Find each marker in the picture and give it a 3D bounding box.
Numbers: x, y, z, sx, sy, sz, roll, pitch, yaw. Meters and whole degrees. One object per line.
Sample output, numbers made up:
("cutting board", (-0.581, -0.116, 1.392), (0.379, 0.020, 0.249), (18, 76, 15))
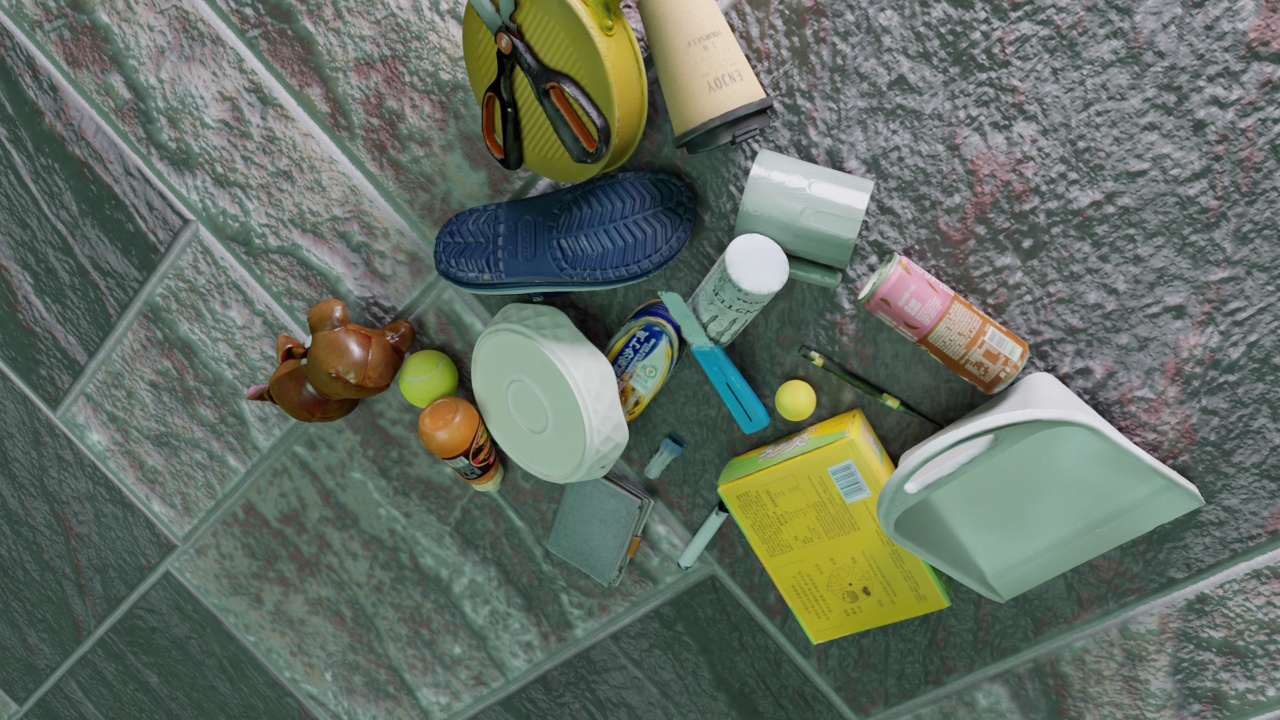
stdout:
("marker", (0.078, 0.187, 1.015), (0.022, 0.018, 0.131), (27, 120, -4))

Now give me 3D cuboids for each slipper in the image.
("slipper", (-0.069, -0.107, 0.879), (0.253, 0.095, 0.105), (-9, 79, 6))

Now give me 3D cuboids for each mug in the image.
("mug", (0.142, -0.120, 0.822), (0.103, 0.083, 0.124), (17, 143, 10))

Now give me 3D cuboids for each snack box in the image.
("snack box", (0.198, 0.171, 0.934), (0.158, 0.069, 0.210), (-26, 103, 28))

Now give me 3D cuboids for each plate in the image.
("plate", (-0.104, 0.041, 0.957), (0.205, 0.045, 0.205), (22, 125, 34))

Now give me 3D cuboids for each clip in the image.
("clip", (0.024, 0.105, 0.996), (0.025, 0.036, 0.058), (38, 120, -3))

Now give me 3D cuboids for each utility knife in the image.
("utility knife", (0.071, 0.003, 0.872), (0.034, 0.018, 0.223), (-13, 138, 25))

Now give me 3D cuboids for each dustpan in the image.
("dustpan", (0.337, 0.130, 0.813), (0.258, 0.142, 0.223), (45, 120, -9))

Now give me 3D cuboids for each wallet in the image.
("wallet", (-0.046, 0.186, 1.050), (0.106, 0.036, 0.130), (29, 119, 17))

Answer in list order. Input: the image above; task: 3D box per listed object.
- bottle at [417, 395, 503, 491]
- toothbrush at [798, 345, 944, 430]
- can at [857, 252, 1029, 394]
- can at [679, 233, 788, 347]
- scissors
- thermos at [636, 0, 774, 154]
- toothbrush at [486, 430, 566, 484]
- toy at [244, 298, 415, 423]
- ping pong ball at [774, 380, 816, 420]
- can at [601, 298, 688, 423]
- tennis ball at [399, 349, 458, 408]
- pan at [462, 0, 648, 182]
("bottle", (-0.192, 0.103, 1.027), (0.067, 0.066, 0.149), (-1, 141, 20))
("toothbrush", (0.234, 0.037, 0.892), (0.186, 0.012, 0.017), (30, 131, 4))
("can", (0.270, -0.033, 0.820), (0.147, 0.057, 0.058), (36, 120, 1))
("can", (0.082, -0.058, 0.837), (0.058, 0.058, 0.147), (37, 155, 1))
("scissors", (-0.108, -0.249, 0.785), (0.221, 0.021, 0.233), (45, 145, 10))
("thermos", (0.052, -0.250, 0.785), (0.093, 0.092, 0.143), (-19, 99, 26))
("toothbrush", (-0.169, 0.096, 1.064), (0.191, 0.016, 0.018), (29, 130, 6))
("toy", (-0.349, 0.006, 1.031), (0.140, 0.130, 0.200), (19, 140, -33))
("ping pong ball", (0.153, 0.039, 0.906), (0.040, 0.040, 0.040), (8, 116, 16))
("can", (-0.006, 0.006, 0.943), (0.074, 0.049, 0.148), (37, 121, 1))
("tennis ball", (-0.236, 0.021, 1.024), (0.065, 0.065, 0.065), (8, 116, 16))
("pan", (-0.030, -0.286, 0.753), (0.197, 0.078, 0.359), (53, 145, -2))
